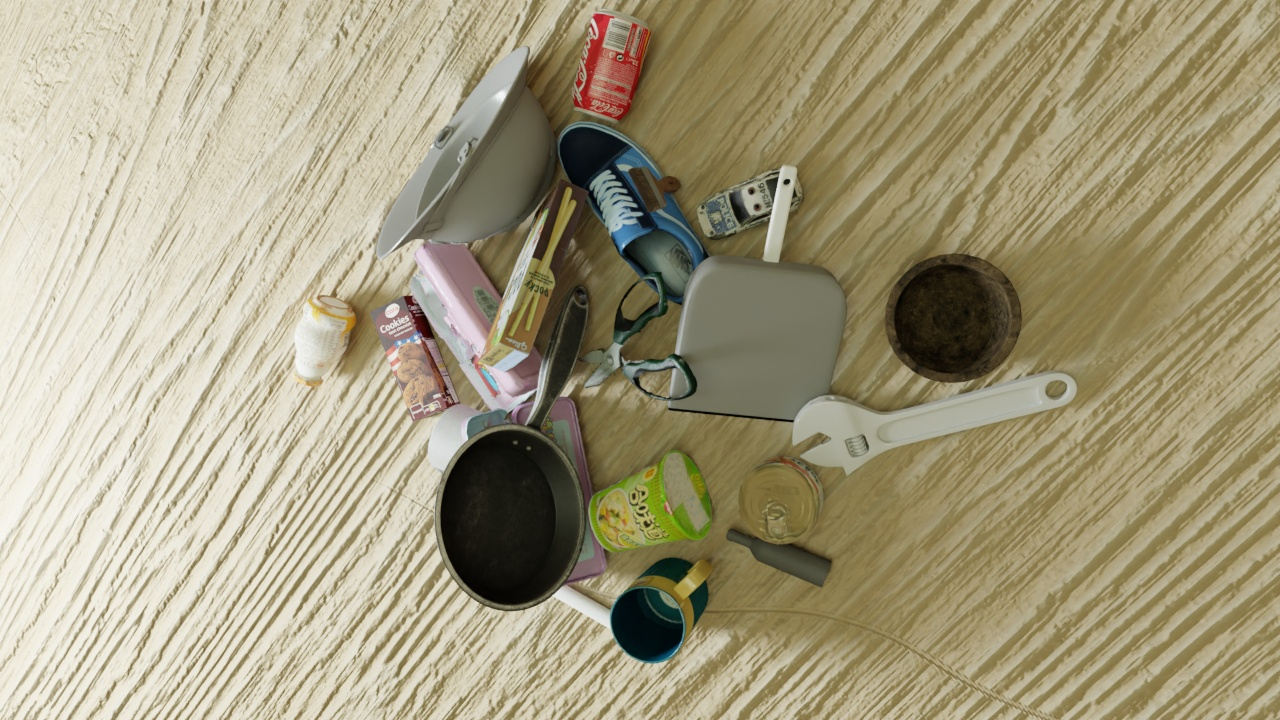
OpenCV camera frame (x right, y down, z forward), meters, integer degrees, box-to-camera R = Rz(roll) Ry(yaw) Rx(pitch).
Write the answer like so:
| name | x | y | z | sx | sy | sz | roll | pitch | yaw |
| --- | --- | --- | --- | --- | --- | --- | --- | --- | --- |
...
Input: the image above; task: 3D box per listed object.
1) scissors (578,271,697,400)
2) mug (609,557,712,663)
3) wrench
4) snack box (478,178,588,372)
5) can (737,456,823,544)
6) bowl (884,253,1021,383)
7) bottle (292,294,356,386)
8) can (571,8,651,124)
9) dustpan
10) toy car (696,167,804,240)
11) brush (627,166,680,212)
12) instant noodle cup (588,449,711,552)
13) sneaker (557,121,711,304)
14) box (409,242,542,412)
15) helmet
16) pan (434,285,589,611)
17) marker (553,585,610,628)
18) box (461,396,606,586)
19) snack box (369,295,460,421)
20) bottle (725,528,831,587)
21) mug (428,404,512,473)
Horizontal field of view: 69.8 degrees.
| name | x | y | z | sx | sy | sz | roll | pitch | yaw |
| --- | --- | --- | --- | --- | --- | --- | --- | --- | --- |
| scissors | -0.006 | 0.010 | 0.963 | 0.146 | 0.015 | 0.210 | 62 | 143 | 14 |
| mug | 0.034 | 0.255 | 0.984 | 0.083 | 0.107 | 0.114 | 47 | 108 | 10 |
| wrench | 0.285 | 0.050 | 0.912 | 0.274 | 0.018 | 0.087 | -18 | 107 | 18 |
| snack box | -0.112 | -0.086 | 0.957 | 0.031 | 0.101 | 0.185 | 23 | 72 | -16 |
| can | 0.148 | 0.146 | 0.966 | 0.086 | 0.043 | 0.086 | 2 | 97 | 19 |
| bowl | 0.300 | -0.042 | 0.885 | 0.121 | 0.056 | 0.121 | 2 | 97 | 19 |
| bottle | -0.390 | -0.023 | 1.120 | 0.063 | 0.063 | 0.109 | 27 | 104 | 14 |
| can | -0.032 | -0.308 | 0.964 | 0.064 | 0.064 | 0.105 | 21 | 102 | 15 |
| dustpan | 0.125 | -0.063 | 0.912 | 0.163 | 0.033 | 0.258 | 6 | 114 | -6 |
| toy car | 0.111 | -0.161 | 0.945 | 0.113 | 0.040 | 0.048 | -20 | 88 | 20 |
| brush | 0.020 | -0.176 | 0.919 | 0.008 | 0.142 | 0.045 | -26 | 96 | 21 |
| instant noodle cup | 0.007 | 0.160 | 0.994 | 0.108 | 0.098 | 0.099 | -24 | 88 | 28 |
| sneaker | -0.009 | -0.159 | 0.955 | 0.083 | 0.098 | 0.241 | -41 | 83 | 18 |
| box | -0.199 | -0.032 | 1.049 | 0.103 | 0.086 | 0.202 | -38 | 84 | 31 |
| helmet | -0.162 | -0.194 | 0.989 | 0.117 | 0.183 | 0.271 | 34 | 93 | -28 |
| pan | -0.115 | 0.082 | 0.968 | 0.055 | 0.187 | 0.356 | -13 | 57 | 45 |
| marker | -0.076 | 0.279 | 1.071 | 0.141 | 0.020 | 0.020 | 26 | 104 | 14 |
| box | -0.121 | 0.154 | 1.018 | 0.049 | 0.149 | 0.214 | -7 | 95 | 53 |
| snack box | -0.269 | -0.003 | 1.097 | 0.051 | 0.031 | 0.141 | -22 | 89 | 20 |
| bottle | 0.145 | 0.206 | 0.980 | 0.113 | 0.030 | 0.030 | 20 | 102 | 16 |
| mug | -0.199 | 0.111 | 1.052 | 0.070 | 0.084 | 0.113 | 19 | 74 | 18 |
